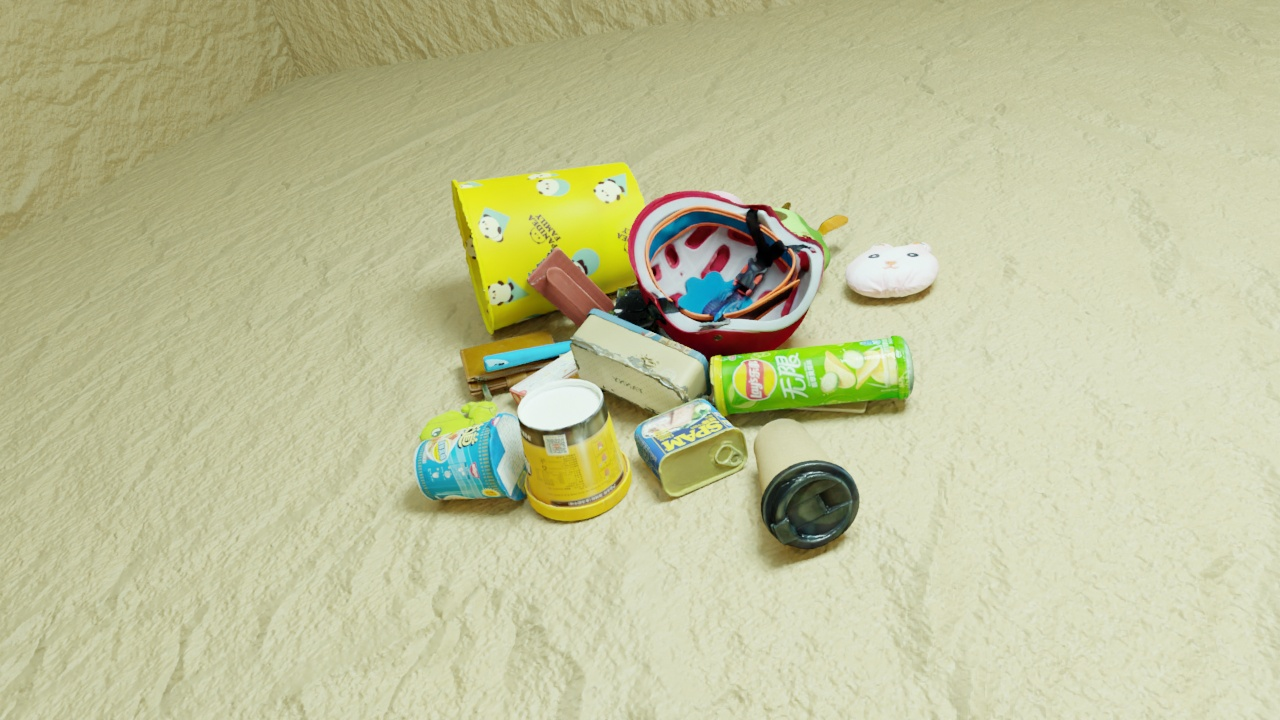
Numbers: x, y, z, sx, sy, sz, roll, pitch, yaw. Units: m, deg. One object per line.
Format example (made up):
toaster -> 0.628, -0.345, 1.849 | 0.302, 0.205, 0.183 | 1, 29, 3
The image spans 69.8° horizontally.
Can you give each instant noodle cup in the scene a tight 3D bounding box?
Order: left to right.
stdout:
instant noodle cup -> -0.191, 0.115, 1.034 | 0.110, 0.099, 0.099 | -11, 30, 20
instant noodle cup -> -0.076, 0.092, 0.991 | 0.118, 0.114, 0.118 | -7, 33, 5

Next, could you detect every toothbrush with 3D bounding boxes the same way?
toothbrush -> 0.032, -0.040, 1.263 | 0.016, 0.016, 0.180 | -21, 31, -22

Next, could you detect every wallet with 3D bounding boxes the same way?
wallet -> -0.176, 0.004, 1.252 | 0.130, 0.035, 0.119 | -13, 35, -11

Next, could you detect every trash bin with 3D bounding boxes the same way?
trash bin -> -0.129, -0.179, 1.365 | 0.255, 0.230, 0.229 | -14, 31, -12

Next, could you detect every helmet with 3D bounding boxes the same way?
helmet -> 0.098, -0.092, 1.149 | 0.240, 0.144, 0.206 | 37, 66, 23

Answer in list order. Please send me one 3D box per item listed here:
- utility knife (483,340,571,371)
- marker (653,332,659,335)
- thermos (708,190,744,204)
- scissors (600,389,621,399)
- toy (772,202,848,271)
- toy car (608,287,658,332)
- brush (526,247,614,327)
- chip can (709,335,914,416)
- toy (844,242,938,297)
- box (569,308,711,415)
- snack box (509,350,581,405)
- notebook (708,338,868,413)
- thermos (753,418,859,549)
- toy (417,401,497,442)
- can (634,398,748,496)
utility knife -> -0.111, -0.015, 1.233 | 0.217, 0.018, 0.034 | -13, 14, -29
marker -> -0.024, -0.053, 1.304 | 0.016, 0.017, 0.146 | -31, 36, -27
thermos -> 0.084, -0.132, 1.274 | 0.087, 0.067, 0.198 | -18, 50, 63
scissors -> -0.029, 0.019, 1.191 | 0.180, 0.019, 0.143 | -10, 32, 11
toy -> 0.196, -0.162, 1.324 | 0.227, 0.090, 0.246 | -28, 29, -5
toy car -> -0.004, -0.065, 1.253 | 0.070, 0.042, 0.157 | 1, 24, 11
brush -> -0.085, -0.085, 1.262 | 0.063, 0.146, 0.069 | -47, 30, 0
chip can -> 0.193, 0.018, 1.034 | 0.221, 0.073, 0.072 | -6, 32, 12
toy -> 0.344, -0.130, 1.252 | 0.121, 0.054, 0.159 | 0, 26, 21
box -> -0.006, 0.006, 1.094 | 0.184, 0.090, 0.060 | 27, 61, 25
snack box -> -0.087, 0.014, 1.190 | 0.155, 0.027, 0.077 | -33, 24, -23
notebook -> 0.182, 0.013, 1.123 | 0.208, 0.008, 0.147 | 2, 34, 24
thermos -> 0.154, 0.116, 0.900 | 0.093, 0.093, 0.143 | -14, 23, 0
toy -> -0.228, 0.083, 1.152 | 0.100, 0.031, 0.096 | -11, 31, -4
can -> 0.052, 0.092, 1.002 | 0.102, 0.057, 0.083 | -22, 30, -14
